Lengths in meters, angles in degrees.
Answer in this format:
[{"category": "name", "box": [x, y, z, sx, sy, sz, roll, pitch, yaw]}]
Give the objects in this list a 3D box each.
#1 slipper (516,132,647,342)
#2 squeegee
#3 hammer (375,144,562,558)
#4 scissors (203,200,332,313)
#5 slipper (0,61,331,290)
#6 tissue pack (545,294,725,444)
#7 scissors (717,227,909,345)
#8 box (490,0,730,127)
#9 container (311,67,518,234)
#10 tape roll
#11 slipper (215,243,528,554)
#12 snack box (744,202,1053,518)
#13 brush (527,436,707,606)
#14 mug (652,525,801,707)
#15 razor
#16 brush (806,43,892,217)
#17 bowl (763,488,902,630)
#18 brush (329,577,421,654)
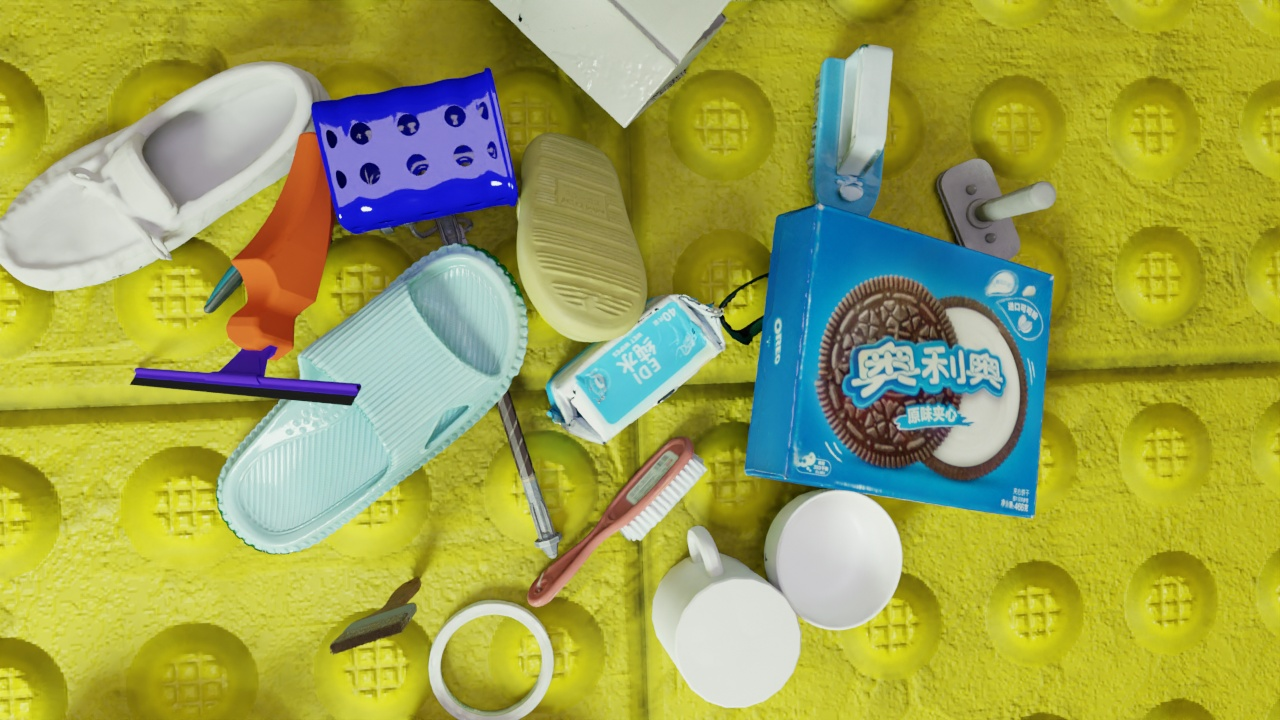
[{"category": "slipper", "box": [-0.056, -0.083, 0.659, 0.091, 0.082, 0.190, 13, 48, -26]}, {"category": "squeegee", "box": [-0.239, -0.064, 0.612, 0.055, 0.250, 0.184, 24, 72, -53]}, {"category": "hammer", "box": [-0.113, -0.005, 0.684, 0.098, 0.044, 0.322, -18, 95, -9]}, {"category": "scissors", "box": [-0.255, -0.078, 0.668, 0.129, 0.019, 0.138, -7, 87, -4]}, {"category": "slipper", "box": [-0.329, -0.128, 0.638, 0.246, 0.075, 0.112, -31, 79, -6]}, {"category": "tissue pack", "box": [-0.004, 0.004, 0.672, 0.144, 0.093, 0.061, -39, 98, -7]}, {"category": "scissors", "box": [0.154, -0.020, 0.727, 0.209, 0.015, 0.155, -21, 113, -23]}, {"category": "box", "box": [-0.010, -0.249, 0.466, 0.167, 0.506, 0.148, 41, 87, -8]}, {"category": "container", "box": [-0.147, -0.135, 0.607, 0.113, 0.084, 0.085, -13, 95, -8]}, {"category": "tape roll", "box": [-0.112, 0.229, 0.693, 0.093, 0.013, 0.093, 0, 89, -9]}, {"category": "slipper", "box": [-0.189, 0.036, 0.632, 0.276, 0.069, 0.116, -42, 101, 5]}, {"category": "snack box", "box": [0.201, 0.007, 0.689, 0.238, 0.056, 0.195, 11, 82, -24]}, {"category": "brush", "box": [-0.016, 0.128, 0.699, 0.172, 0.041, 0.030, -45, 113, -6]}, {"category": "mug", "box": [0.057, 0.182, 0.682, 0.091, 0.090, 0.121, -16, 92, -9]}, {"category": "razor", "box": [0.282, -0.119, 0.707, 0.047, 0.116, 0.088, -23, 93, -4]}, {"category": "brush", "box": [0.164, -0.166, 0.710, 0.055, 0.075, 0.136, 5, 88, -9]}, {"category": "bowl", "box": [0.144, 0.151, 0.713, 0.104, 0.054, 0.105, 1, 85, -14]}, {"category": "brush", "box": [-0.166, 0.165, 0.619, 0.045, 0.143, 0.008, -18, 91, -1]}]
